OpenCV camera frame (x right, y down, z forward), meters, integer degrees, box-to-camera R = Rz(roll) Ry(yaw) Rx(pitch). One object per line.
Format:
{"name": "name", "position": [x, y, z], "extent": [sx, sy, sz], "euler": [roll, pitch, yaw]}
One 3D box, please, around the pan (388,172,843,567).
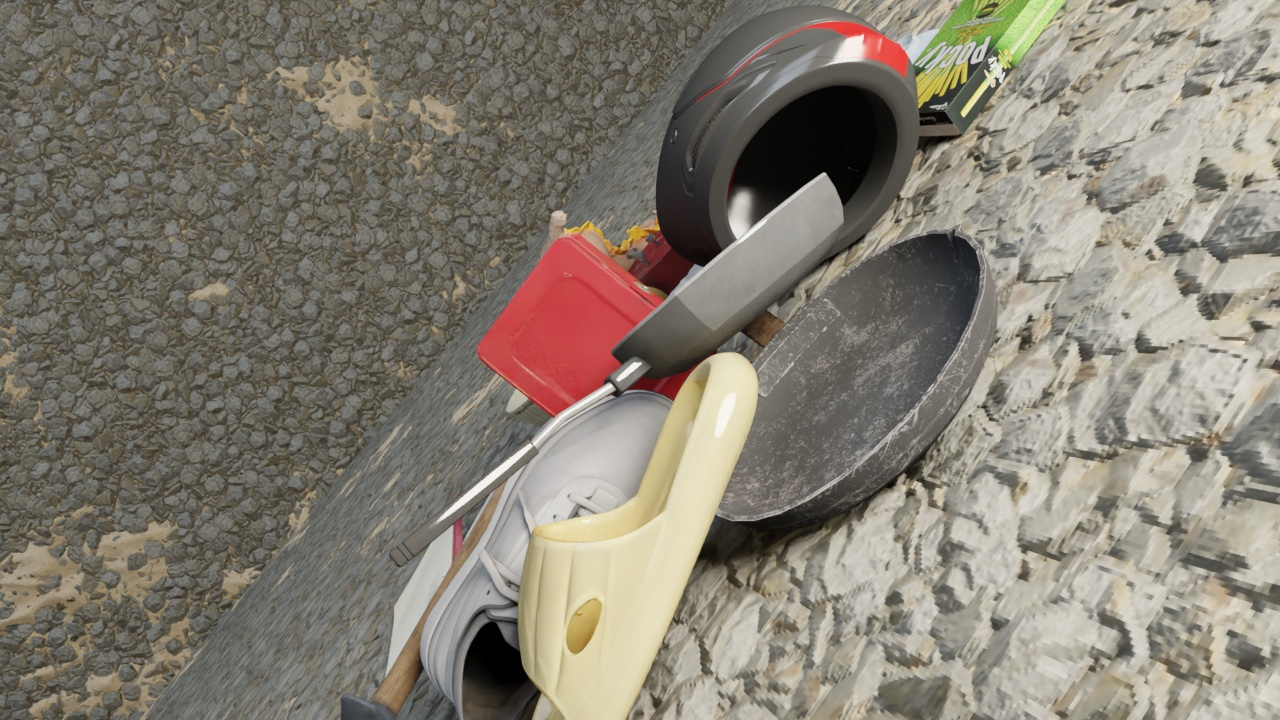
{"name": "pan", "position": [-0.003, 0.007, 0.563], "extent": [0.356, 0.041, 0.179], "euler": [-40, 0, -19]}

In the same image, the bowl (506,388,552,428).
{"name": "bowl", "position": [-0.086, 0.030, 1.003], "extent": [0.115, 0.062, 0.115], "euler": [-45, 15, 16]}

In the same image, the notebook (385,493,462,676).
{"name": "notebook", "position": [-0.219, 0.230, 0.934], "extent": [0.153, 0.012, 0.209], "euler": [-61, 13, 2]}

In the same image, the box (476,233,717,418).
{"name": "box", "position": [-0.033, -0.008, 0.734], "extent": [0.134, 0.157, 0.112], "euler": [-52, 4, 1]}

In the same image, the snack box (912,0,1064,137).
{"name": "snack box", "position": [0.254, -0.236, 0.709], "extent": [0.147, 0.025, 0.080], "euler": [-52, 27, -8]}

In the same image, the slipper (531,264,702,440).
{"name": "slipper", "position": [-0.005, 0.005, 0.837], "extent": [0.246, 0.074, 0.112], "euler": [-49, 30, -5]}

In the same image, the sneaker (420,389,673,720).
{"name": "sneaker", "position": [-0.055, 0.134, 0.607], "extent": [0.263, 0.096, 0.129], "euler": [-53, 17, 1]}

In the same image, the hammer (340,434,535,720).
{"name": "hammer", "position": [-0.149, 0.180, 0.753], "extent": [0.130, 0.040, 0.320], "euler": [101, -168, -46]}

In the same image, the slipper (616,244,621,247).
{"name": "slipper", "position": [-0.057, -0.104, 1.212], "extent": [0.265, 0.083, 0.109], "euler": [-48, 13, 0]}

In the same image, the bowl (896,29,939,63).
{"name": "bowl", "position": [0.231, -0.249, 0.801], "extent": [0.114, 0.045, 0.114], "euler": [-45, 15, 16]}

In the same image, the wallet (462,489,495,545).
{"name": "wallet", "position": [-0.136, 0.153, 0.901], "extent": [0.116, 0.037, 0.118], "euler": [-27, 30, 56]}

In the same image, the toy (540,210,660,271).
{"name": "toy", "position": [-0.025, -0.122, 1.000], "extent": [0.263, 0.065, 0.196], "euler": [-46, -28, -44]}

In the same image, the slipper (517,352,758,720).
{"name": "slipper", "position": [-0.018, 0.105, 0.504], "extent": [0.261, 0.079, 0.111], "euler": [-64, 12, -5]}

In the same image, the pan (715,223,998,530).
{"name": "pan", "position": [0.104, -0.003, 0.584], "extent": [0.208, 0.040, 0.357], "euler": [-49, 14, 5]}

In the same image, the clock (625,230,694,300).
{"name": "clock", "position": [0.026, -0.090, 0.937], "extent": [0.158, 0.081, 0.117], "euler": [-51, 15, -6]}

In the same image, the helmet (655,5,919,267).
{"name": "helmet", "position": [0.103, -0.170, 0.718], "extent": [0.169, 0.164, 0.265], "euler": [-95, 24, -43]}
